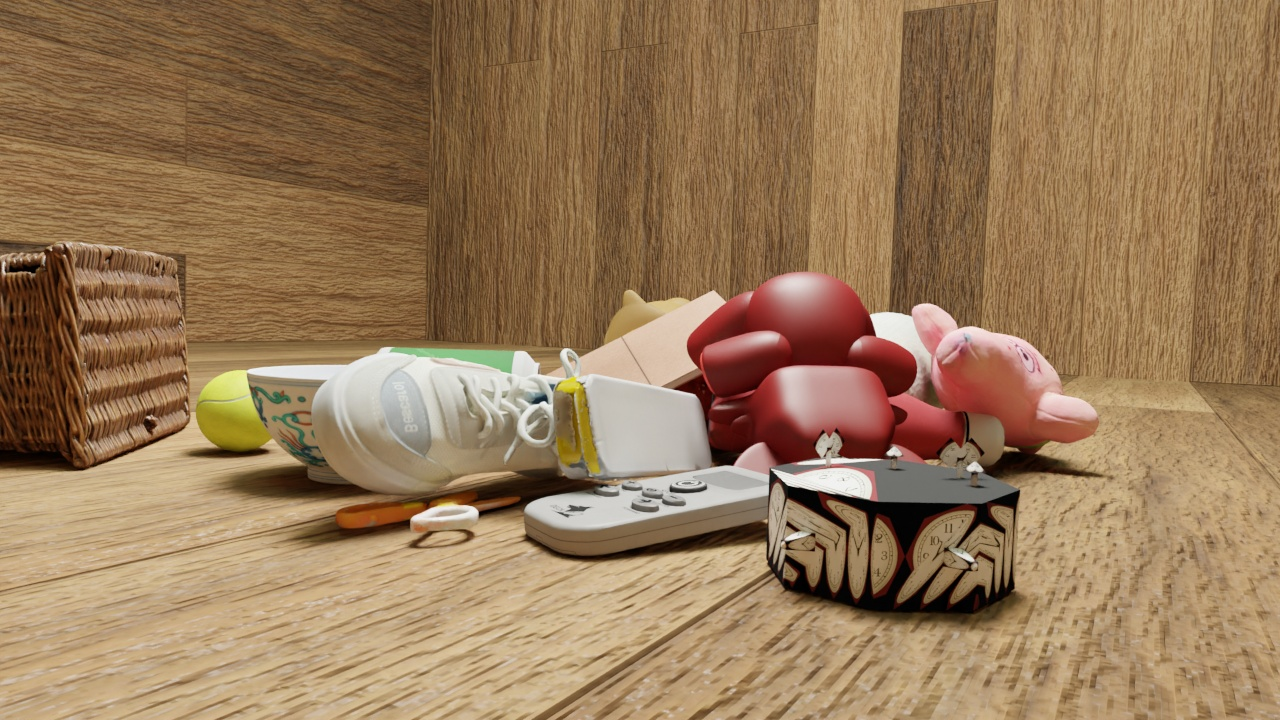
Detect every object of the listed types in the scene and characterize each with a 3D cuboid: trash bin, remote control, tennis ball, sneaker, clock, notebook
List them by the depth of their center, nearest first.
[{"bbox_3d":[0.124,0.069,0.454,0.115,0.065,0.154,3,4,20],"label":"clock"},{"bbox_3d":[0.013,0.079,0.510,0.150,0.019,0.074,-6,6,-30],"label":"remote control"},{"bbox_3d":[-0.089,0.030,0.572,0.091,0.089,0.242,-27,-18,24],"label":"sneaker"},{"bbox_3d":[-0.322,0.041,0.738,0.065,0.065,0.065,2,3,0],"label":"tennis ball"},{"bbox_3d":[-0.005,0.005,0.838,0.209,0.008,0.141,-27,24,-2],"label":"notebook"},{"bbox_3d":[0.230,0.024,0.913,0.133,0.133,0.161,3,8,26],"label":"trash bin"}]

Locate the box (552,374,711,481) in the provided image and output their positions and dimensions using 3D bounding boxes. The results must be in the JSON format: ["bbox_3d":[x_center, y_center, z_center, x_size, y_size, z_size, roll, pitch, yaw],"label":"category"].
[{"bbox_3d":[0.000,0.048,0.614,0.033,0.064,0.209,-11,-10,20],"label":"box"}]

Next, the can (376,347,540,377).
[{"bbox_3d":[-0.155,0.034,0.760,0.140,0.088,0.088,2,3,-3],"label":"can"}]

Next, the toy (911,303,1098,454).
[{"bbox_3d":[0.307,0.015,0.810,0.192,0.097,0.236,43,9,32],"label":"toy"}]

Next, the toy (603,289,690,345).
[{"bbox_3d":[0.014,-0.005,1.077,0.199,0.162,0.203,-26,7,8],"label":"toy"}]

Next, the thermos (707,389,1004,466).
[{"bbox_3d":[0.178,0.053,0.762,0.240,0.073,0.073,7,3,4],"label":"thermos"}]

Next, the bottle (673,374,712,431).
[{"bbox_3d":[0.046,0.033,0.860,0.111,0.099,0.098,-4,1,16],"label":"bottle"}]

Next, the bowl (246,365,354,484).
[{"bbox_3d":[-0.199,0.045,0.645,0.144,0.074,0.144,2,3,0],"label":"bowl"}]

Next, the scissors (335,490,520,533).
[{"bbox_3d":[-0.103,0.084,0.523,0.097,0.012,0.133,0,0,37],"label":"scissors"}]

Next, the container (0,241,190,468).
[{"bbox_3d":[-0.496,-0.007,0.740,0.183,0.162,0.250,-4,4,-10],"label":"container"}]

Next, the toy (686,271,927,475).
[{"bbox_3d":[0.121,0.028,0.658,0.158,0.121,0.196,3,46,-10],"label":"toy"}]
